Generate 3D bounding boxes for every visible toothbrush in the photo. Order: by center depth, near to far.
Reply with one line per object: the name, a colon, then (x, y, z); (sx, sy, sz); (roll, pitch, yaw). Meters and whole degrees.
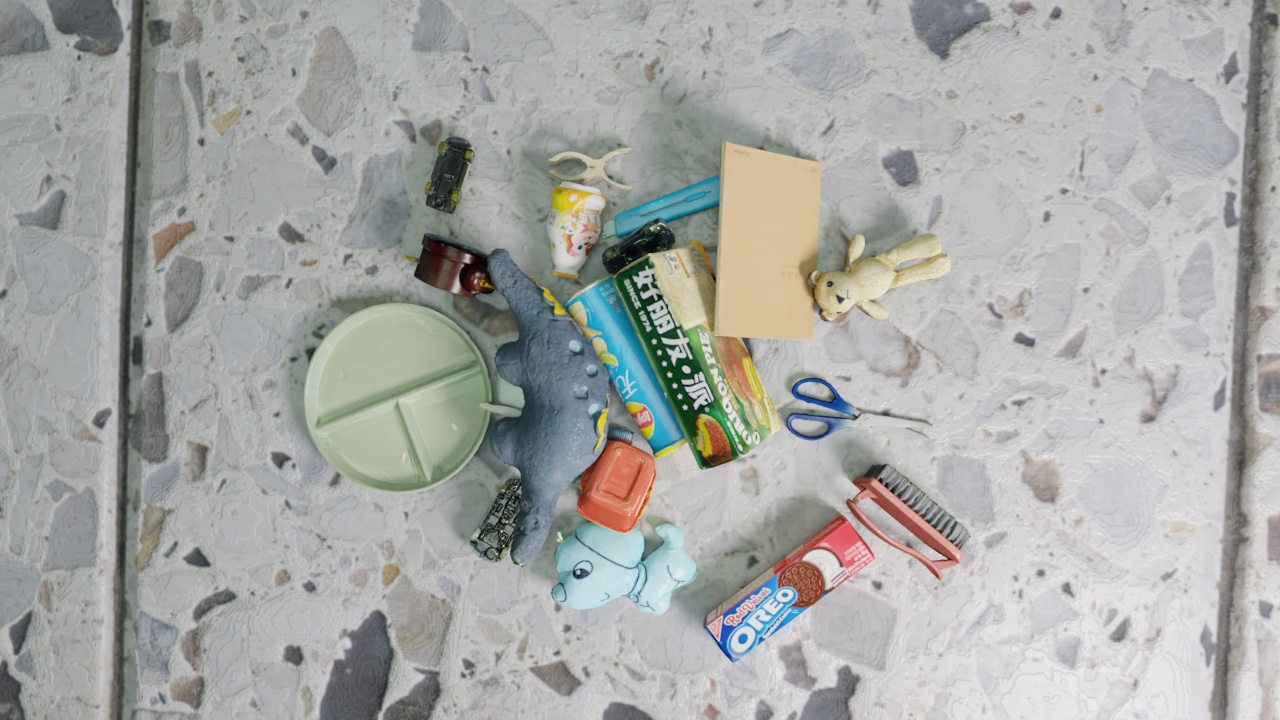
toothbrush: (-0.098, 0.071, 1.085); (0.187, 0.016, 0.017); (14, 84, -5)

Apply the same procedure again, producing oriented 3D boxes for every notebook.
notebook: (0.146, -0.130, 1.037); (0.149, 0.012, 0.211); (2, 91, -35)

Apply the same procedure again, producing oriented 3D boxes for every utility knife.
utility knife: (0.028, -0.178, 1.083); (0.161, 0.018, 0.034); (-19, 90, 5)

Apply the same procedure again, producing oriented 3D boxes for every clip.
clip: (-0.059, -0.228, 1.082); (0.100, 0.034, 0.070); (1, 90, -1)

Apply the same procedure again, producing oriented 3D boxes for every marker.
marker: (0.085, -0.084, 1.083); (0.018, 0.015, 0.124); (-23, 92, 5)

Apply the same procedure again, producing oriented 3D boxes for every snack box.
snack box: (0.066, -0.008, 1.029); (0.063, 0.114, 0.240); (-26, 89, 33)
snack box: (-0.026, 0.141, 1.049); (0.082, 0.080, 0.091); (23, 67, 3)
snack box: (0.170, 0.263, 1.061); (0.207, 0.058, 0.057); (-37, 85, 4)

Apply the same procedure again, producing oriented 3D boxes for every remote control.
remote control: (-0.104, 0.034, 1.094); (0.136, 0.020, 0.056); (0, 90, 4)

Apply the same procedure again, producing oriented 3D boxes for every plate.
plate: (-0.290, 0.045, 1.104); (0.230, 0.027, 0.230); (0, 90, 3)

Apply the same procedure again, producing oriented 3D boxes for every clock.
clock: (-0.209, -0.106, 1.069); (0.122, 0.082, 0.055); (22, 96, 4)

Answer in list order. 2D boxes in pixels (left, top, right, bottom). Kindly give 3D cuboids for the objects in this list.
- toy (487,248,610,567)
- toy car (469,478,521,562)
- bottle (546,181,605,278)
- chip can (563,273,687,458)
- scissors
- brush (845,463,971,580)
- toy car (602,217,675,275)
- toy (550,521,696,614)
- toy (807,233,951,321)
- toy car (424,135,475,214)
toy: (-0.103, 0.051, 1.029); (0.138, 0.091, 0.356); (-1, 91, -4)
toy car: (-0.162, 0.191, 1.095); (0.049, 0.031, 0.105); (32, 91, 4)
bottle: (-0.078, -0.151, 1.069); (0.063, 0.063, 0.108); (11, 99, 4)
chip can: (-0.006, 0.006, 1.061); (0.071, 0.071, 0.210); (-31, 89, 4)
scissors: (0.257, 0.058, 1.075); (0.173, 0.012, 0.126); (-17, 90, 3)
brush: (0.306, 0.186, 1.048); (0.146, 0.063, 0.069); (40, 81, 1)
toy car: (-0.004, -0.133, 1.075); (0.091, 0.034, 0.043); (-32, 127, 12)
toy: (-0.027, 0.240, 1.079); (0.156, 0.050, 0.161); (42, 83, 4)
toy: (0.272, -0.095, 1.044); (0.157, 0.066, 0.105); (-21, 107, 11)
toy car: (-0.225, -0.221, 1.091); (0.042, 0.035, 0.090); (18, 92, 2)
